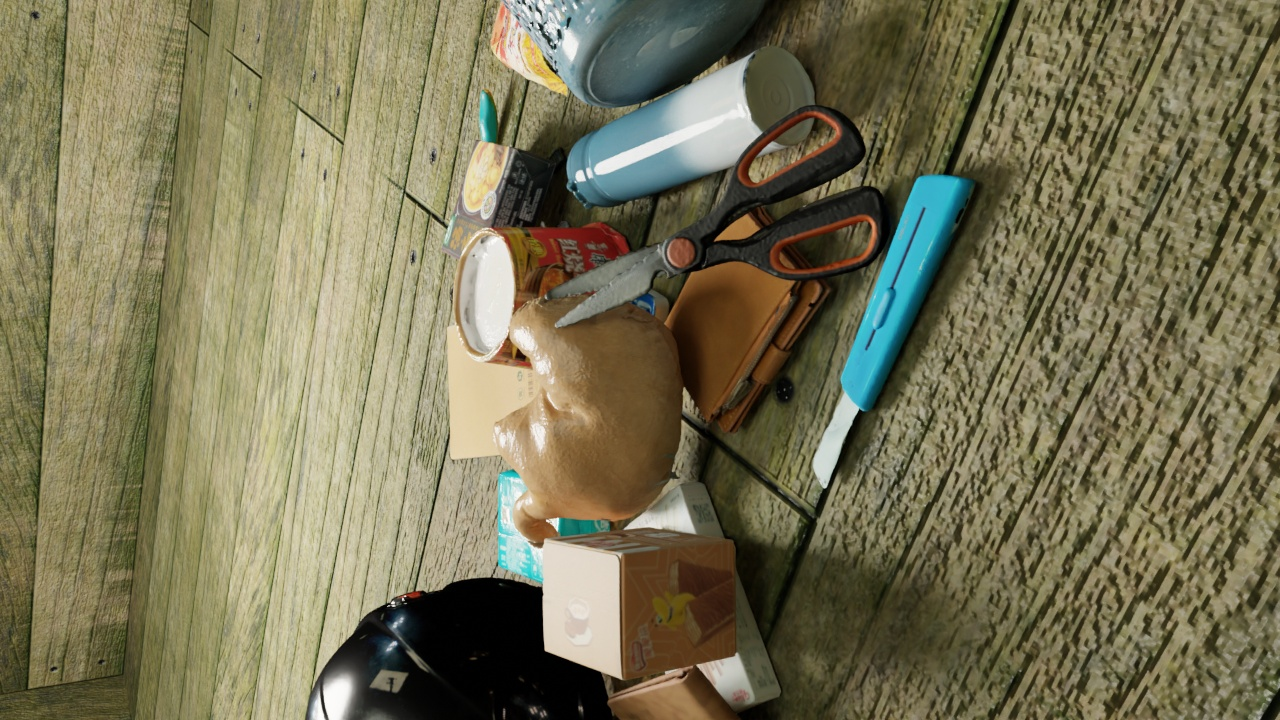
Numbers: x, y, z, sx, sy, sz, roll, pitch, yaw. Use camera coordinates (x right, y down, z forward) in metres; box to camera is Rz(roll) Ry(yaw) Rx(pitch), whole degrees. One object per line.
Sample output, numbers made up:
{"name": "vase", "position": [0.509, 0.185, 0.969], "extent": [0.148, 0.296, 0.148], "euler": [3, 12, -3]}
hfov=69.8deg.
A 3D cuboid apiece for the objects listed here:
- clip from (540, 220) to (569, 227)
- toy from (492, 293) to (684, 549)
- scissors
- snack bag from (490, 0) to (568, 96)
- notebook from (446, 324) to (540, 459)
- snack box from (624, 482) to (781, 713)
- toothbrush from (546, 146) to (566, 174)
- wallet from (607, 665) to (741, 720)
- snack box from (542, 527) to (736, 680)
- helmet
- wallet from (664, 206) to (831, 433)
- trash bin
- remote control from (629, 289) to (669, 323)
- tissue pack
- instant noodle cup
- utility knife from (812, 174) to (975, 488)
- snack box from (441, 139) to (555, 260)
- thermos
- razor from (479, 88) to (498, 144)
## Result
{"name": "clip", "position": [-0.083, -0.104, 0.840], "extent": [0.024, 0.026, 0.056], "euler": [63, 148, 36]}
{"name": "toy", "position": [-0.040, 0.061, 0.673], "extent": [0.143, 0.082, 0.226], "euler": [20, 114, 18]}
{"name": "scissors", "position": [0.037, -0.086, 0.577], "extent": [0.234, 0.021, 0.161], "euler": [4, 96, 19]}
{"name": "snack bag", "position": [-0.086, -0.312, 0.822], "extent": [0.208, 0.073, 0.129], "euler": [48, 127, 51]}
{"name": "notebook", "position": [-0.146, 0.022, 0.925], "extent": [0.208, 0.008, 0.147], "euler": [-12, 79, 52]}
{"name": "snack box", "position": [0.039, 0.176, 0.659], "extent": [0.085, 0.026, 0.156], "euler": [-45, 53, 42]}
{"name": "toothbrush", "position": [-0.119, -0.141, 0.893], "extent": [0.186, 0.012, 0.017], "euler": [-45, 66, 43]}
{"name": "wallet", "position": [0.036, 0.260, 0.627], "extent": [0.101, 0.020, 0.116], "euler": [49, 138, 1]}
{"name": "snack box", "position": [-0.002, 0.157, 0.610], "extent": [0.093, 0.094, 0.077], "euler": [-5, 85, 53]}
{"name": "helmet", "position": [-0.161, 0.308, 0.756], "extent": [0.275, 0.230, 0.233], "euler": [-1, 87, 15]}
{"name": "wallet", "position": [0.064, -0.031, 0.627], "extent": [0.107, 0.031, 0.132], "euler": [58, 133, 39]}
{"name": "trash bin", "position": [-0.022, -0.290, 0.615], "extent": [0.227, 0.226, 0.195], "euler": [-37, 76, 46]}
{"name": "remote control", "position": [-0.004, 0.004, 0.723], "extent": [0.049, 0.024, 0.125], "euler": [32, 117, 49]}
{"name": "tissue pack", "position": [-0.079, 0.144, 0.797], "extent": [0.134, 0.050, 0.093], "euler": [0, 90, 53]}
{"name": "instant noodle cup", "position": [-0.086, -0.051, 0.764], "extent": [0.138, 0.108, 0.138], "euler": [-2, 87, 54]}
{"name": "utility knife", "position": [0.140, -0.013, 0.537], "extent": [0.034, 0.018, 0.203], "euler": [41, 122, 45]}
{"name": "snack box", "position": [-0.135, -0.141, 0.857], "extent": [0.126, 0.053, 0.113], "euler": [28, 100, 55]}
{"name": "thermos", "position": [0.024, -0.159, 0.658], "extent": [0.221, 0.070, 0.070], "euler": [-5, 84, 54]}
{"name": "razor", "position": [-0.160, -0.208, 0.935], "extent": [0.043, 0.028, 0.133], "euler": [15, 105, 29]}
